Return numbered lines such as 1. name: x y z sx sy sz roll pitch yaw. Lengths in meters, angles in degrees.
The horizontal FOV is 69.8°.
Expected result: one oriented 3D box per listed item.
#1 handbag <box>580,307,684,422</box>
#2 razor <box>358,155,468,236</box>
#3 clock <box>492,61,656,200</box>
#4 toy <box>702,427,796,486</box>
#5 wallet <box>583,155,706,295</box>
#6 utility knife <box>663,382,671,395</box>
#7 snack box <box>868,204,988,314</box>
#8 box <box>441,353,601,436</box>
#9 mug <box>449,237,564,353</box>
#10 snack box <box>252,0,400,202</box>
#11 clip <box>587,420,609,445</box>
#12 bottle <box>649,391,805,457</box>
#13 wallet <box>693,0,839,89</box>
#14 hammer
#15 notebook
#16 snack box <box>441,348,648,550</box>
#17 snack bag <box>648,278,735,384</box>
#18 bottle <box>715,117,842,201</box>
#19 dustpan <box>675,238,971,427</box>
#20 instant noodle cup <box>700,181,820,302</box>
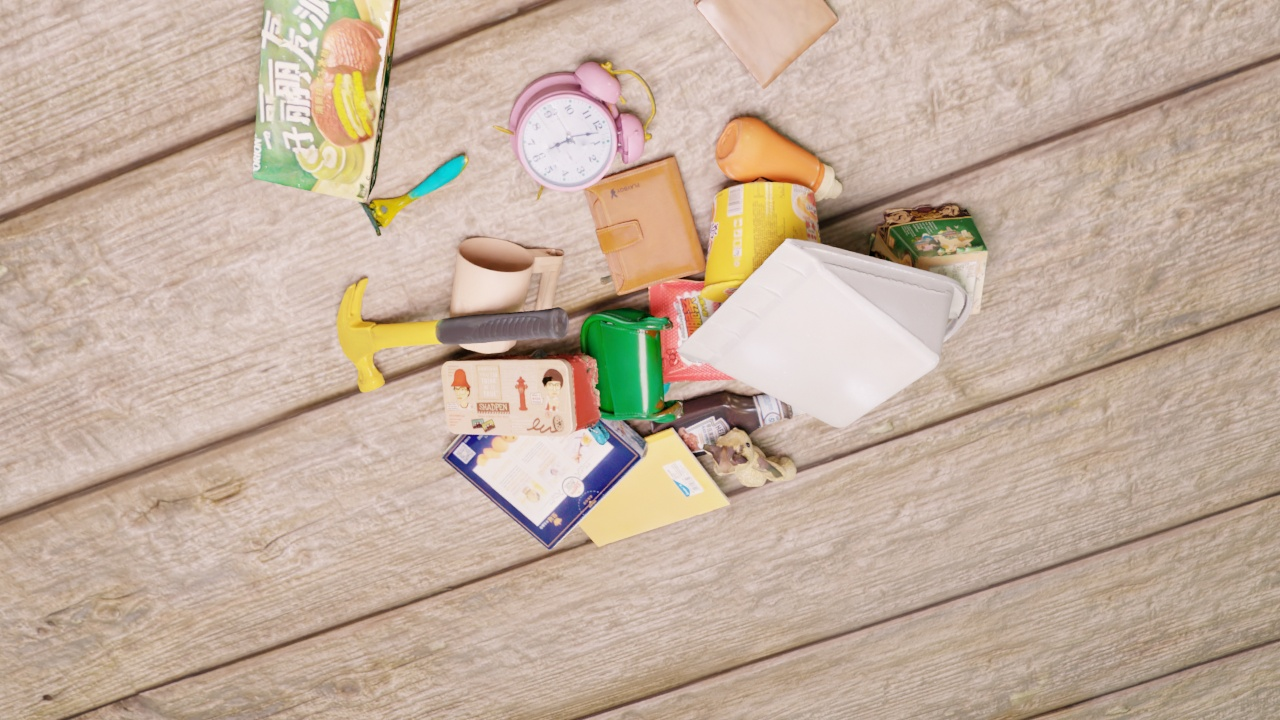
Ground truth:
1. handbag: -0.006 0.006 1.043 0.067 0.120 0.131 -16 106 -46
2. razor: -0.235 -0.181 0.973 0.133 0.028 0.043 -29 88 13
3. clock: -0.060 -0.239 0.941 0.158 0.059 0.117 -27 120 7
4. toy: 0.143 0.126 1.150 0.157 0.105 0.066 23 80 -51
5. wallet: -0.001 -0.145 1.010 0.119 0.035 0.131 -18 107 3
6. utility knife: 0.045 -0.002 1.119 0.029 0.013 0.151 25 112 -22
7. snack box: 0.329 -0.102 1.037 0.118 0.105 0.118 -6 121 -2
8. box: -0.131 0.034 1.032 0.169 0.080 0.091 -1 97 26
9. mug: -0.151 -0.074 1.025 0.124 0.084 0.104 -7 126 -34
10. snack box: -0.302 -0.281 0.886 0.114 0.063 0.241 11 119 -12
11. clip: -0.056 0.073 1.062 0.014 0.047 0.057 -37 93 17
12. bottle: 0.111 0.074 1.153 0.195 0.044 0.080 -16 129 1
13. wallet: 0.126 -0.349 0.921 0.101 0.020 0.115 -41 114 15
14. hammer: -0.210 -0.032 0.985 0.301 0.032 0.129 -2 113 29
15. notebook: -0.009 0.168 1.181 0.207 0.010 0.146 -23 121 26
16. snack box: -0.117 0.110 1.118 0.182 0.045 0.178 42 109 -6
17. snack bag: 0.113 -0.035 1.073 0.208 0.073 0.129 -1 106 -3
18. bottle: 0.155 -0.208 0.986 0.149 0.066 0.067 18 117 -24
19. dustpan: 0.215 -0.042 0.978 0.257 0.142 0.223 32 141 -10
20. instant noodle cup: 0.132 -0.123 0.979 0.138 0.138 0.109 1 83 -7
